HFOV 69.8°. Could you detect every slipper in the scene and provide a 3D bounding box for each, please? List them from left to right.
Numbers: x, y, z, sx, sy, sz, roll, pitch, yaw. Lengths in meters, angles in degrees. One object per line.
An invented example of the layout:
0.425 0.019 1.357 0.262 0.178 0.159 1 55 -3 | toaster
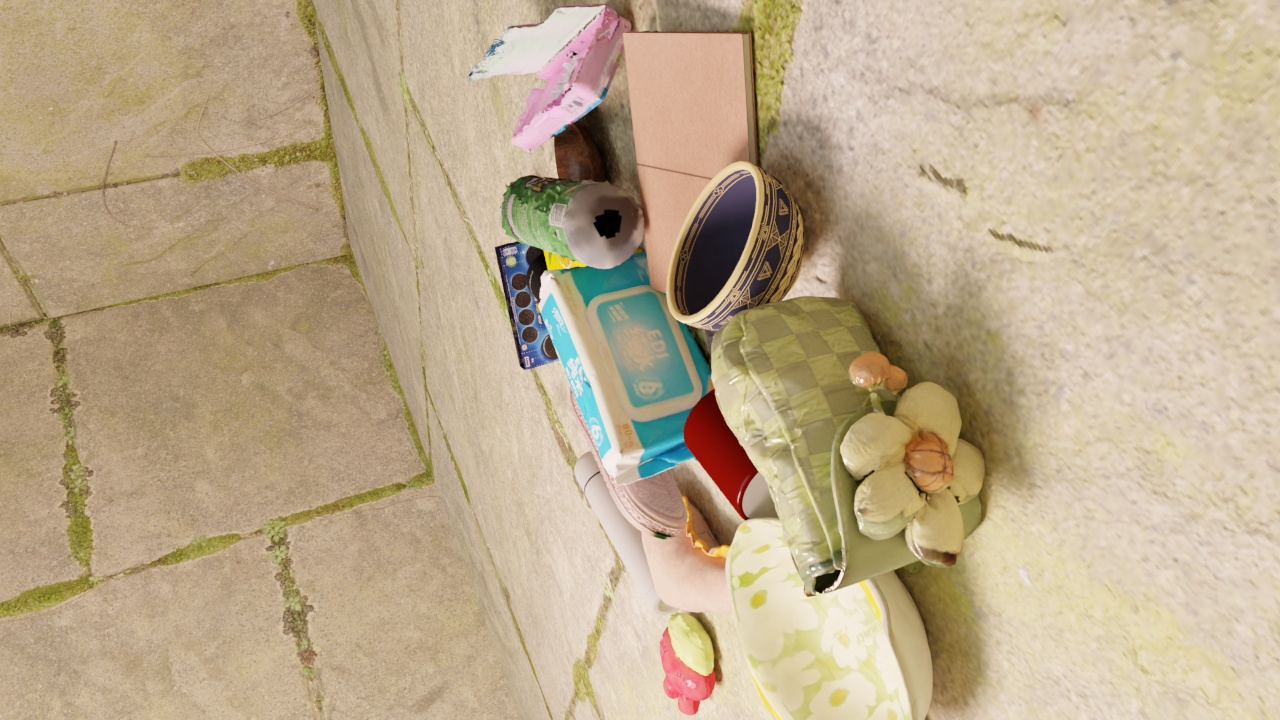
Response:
-0.003 0.066 0.873 0.064 0.094 0.239 -52 32 20 | slipper

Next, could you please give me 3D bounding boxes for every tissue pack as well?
-0.005 0.005 0.804 0.209 0.116 0.066 68 156 15 | tissue pack

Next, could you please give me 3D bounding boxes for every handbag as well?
0.119 0.037 0.526 0.186 0.113 0.117 67 151 20 | handbag

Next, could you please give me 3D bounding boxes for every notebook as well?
0.040 -0.140 0.699 0.141 0.008 0.209 26 130 50 | notebook

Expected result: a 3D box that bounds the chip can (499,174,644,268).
-0.069 -0.132 0.842 0.223 0.075 0.075 -152 49 -64 | chip can

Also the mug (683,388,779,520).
0.090 0.077 0.697 0.082 0.073 0.106 52 179 45 | mug

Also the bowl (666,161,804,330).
0.072 -0.069 0.615 0.113 0.061 0.112 -49 31 42 | bowl

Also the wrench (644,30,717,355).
0.036 -0.129 0.744 0.073 0.018 0.273 10 116 67 | wrench

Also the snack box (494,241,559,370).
-0.116 -0.070 1.083 0.027 0.082 0.150 28 132 61 | snack box

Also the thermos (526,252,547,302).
-0.053 -0.047 0.967 0.231 0.061 0.061 45 145 52 | thermos

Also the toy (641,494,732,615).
0.062 0.169 0.834 0.265 0.065 0.196 -32 75 66 | toy

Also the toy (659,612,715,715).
0.049 0.333 1.006 0.091 0.045 0.135 -125 33 -45 | toy

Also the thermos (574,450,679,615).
-0.014 0.189 1.052 0.224 0.052 0.052 54 151 43 | thermos

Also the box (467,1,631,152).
-0.098 -0.267 0.844 0.231 0.096 0.085 5 74 68 | box

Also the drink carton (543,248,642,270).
-0.047 -0.095 0.921 0.135 0.058 0.043 30 135 61 | drink carton

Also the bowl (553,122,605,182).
-0.055 -0.190 0.914 0.114 0.026 0.102 -132 33 -52 | bowl

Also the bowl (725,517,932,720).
0.138 0.188 0.639 0.188 0.060 0.220 52 149 32 | bowl
